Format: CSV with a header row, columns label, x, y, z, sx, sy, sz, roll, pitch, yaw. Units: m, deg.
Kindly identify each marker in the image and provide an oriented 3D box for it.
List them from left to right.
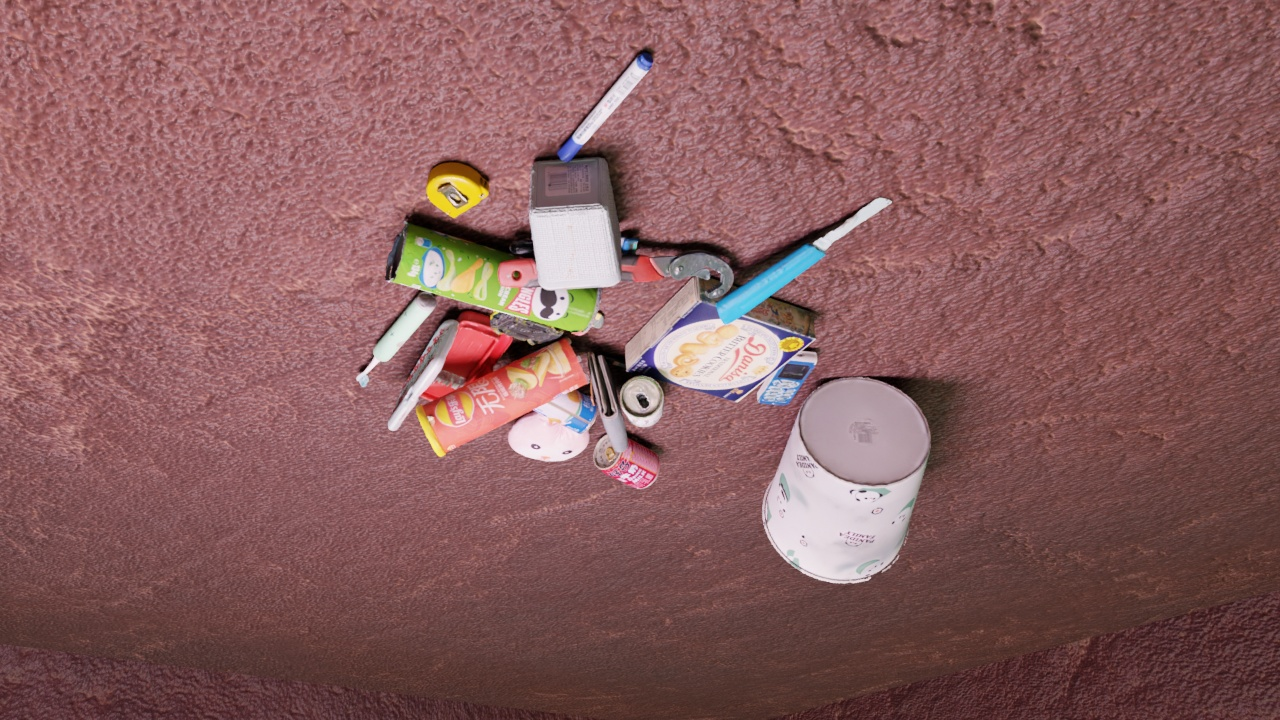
label,x,y,z,sx,sy,sz,roll,pitch,yaw
marker,-0.035,-0.237,0.867,0.017,0.016,0.146,19,142,-30
marker,-0.007,0.007,1.260,0.123,0.015,0.018,16,149,-21

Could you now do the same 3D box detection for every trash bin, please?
label,x,y,z,sx,sy,sz,roll,pitch,yaw
trash bin,0.307,0.169,1.355,0.229,0.229,0.252,-2,142,-1

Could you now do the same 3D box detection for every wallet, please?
label,x,y,z,sx,sy,sz,roll,pitch,yaw
wallet,-0.047,0.056,1.244,0.037,0.106,0.130,-16,155,-1

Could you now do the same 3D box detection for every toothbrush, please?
label,x,y,z,sx,sy,sz,roll,pitch,yaw
toothbrush,-0.321,-0.023,1.182,0.026,0.027,0.225,-24,170,-46

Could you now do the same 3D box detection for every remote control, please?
label,x,y,z,sx,sy,sz,roll,pitch,yaw
remote control,0.203,0.024,1.285,0.049,0.024,0.125,5,148,-11

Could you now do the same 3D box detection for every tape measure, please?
label,x,y,z,sx,sy,sz,roll,pitch,yaw
tape measure,-0.192,-0.175,0.946,0.060,0.028,0.057,-24,141,30

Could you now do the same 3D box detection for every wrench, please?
label,x,y,z,sx,sy,sz,roll,pitch,yaw
wrench,-0.023,-0.099,1.032,0.273,0.016,0.056,0,117,-15

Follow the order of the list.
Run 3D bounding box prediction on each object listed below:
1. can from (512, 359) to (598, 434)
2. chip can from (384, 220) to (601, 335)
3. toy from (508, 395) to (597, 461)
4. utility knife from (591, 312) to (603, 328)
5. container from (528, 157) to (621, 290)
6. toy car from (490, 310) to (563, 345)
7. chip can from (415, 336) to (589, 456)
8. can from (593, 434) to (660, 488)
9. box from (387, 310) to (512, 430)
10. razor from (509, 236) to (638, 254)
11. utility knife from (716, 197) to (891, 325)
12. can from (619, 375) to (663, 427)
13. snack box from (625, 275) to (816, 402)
label,x,y,z,sx,sy,sz,roll,pitch,yaw
can,-0.126,0.050,1.269,0.134,0.053,0.053,31,136,-27
chip can,-0.164,-0.090,1.042,0.235,0.072,0.072,15,144,-24
toy,-0.128,0.100,1.368,0.121,0.054,0.160,11,137,-21
utility knife,-0.125,-0.079,1.121,0.201,0.021,0.031,25,134,-28
container,-0.068,-0.144,0.950,0.090,0.090,0.112,-3,145,1
toy car,-0.142,-0.047,1.150,0.048,0.032,0.105,-24,153,31
chip can,-0.176,0.045,1.180,0.216,0.073,0.073,-26,149,-11
can,-0.022,0.158,1.447,0.067,0.066,0.093,-25,141,32
box,-0.252,0.025,1.195,0.110,0.099,0.202,19,143,-23
razor,-0.076,-0.128,1.031,0.142,0.022,0.043,0,143,-7
utility knife,0.181,-0.113,1.039,0.235,0.018,0.034,-35,129,22
can,0.003,0.057,1.249,0.058,0.058,0.147,-3,172,1
snack box,0.101,-0.023,1.186,0.182,0.045,0.178,16,144,-25
